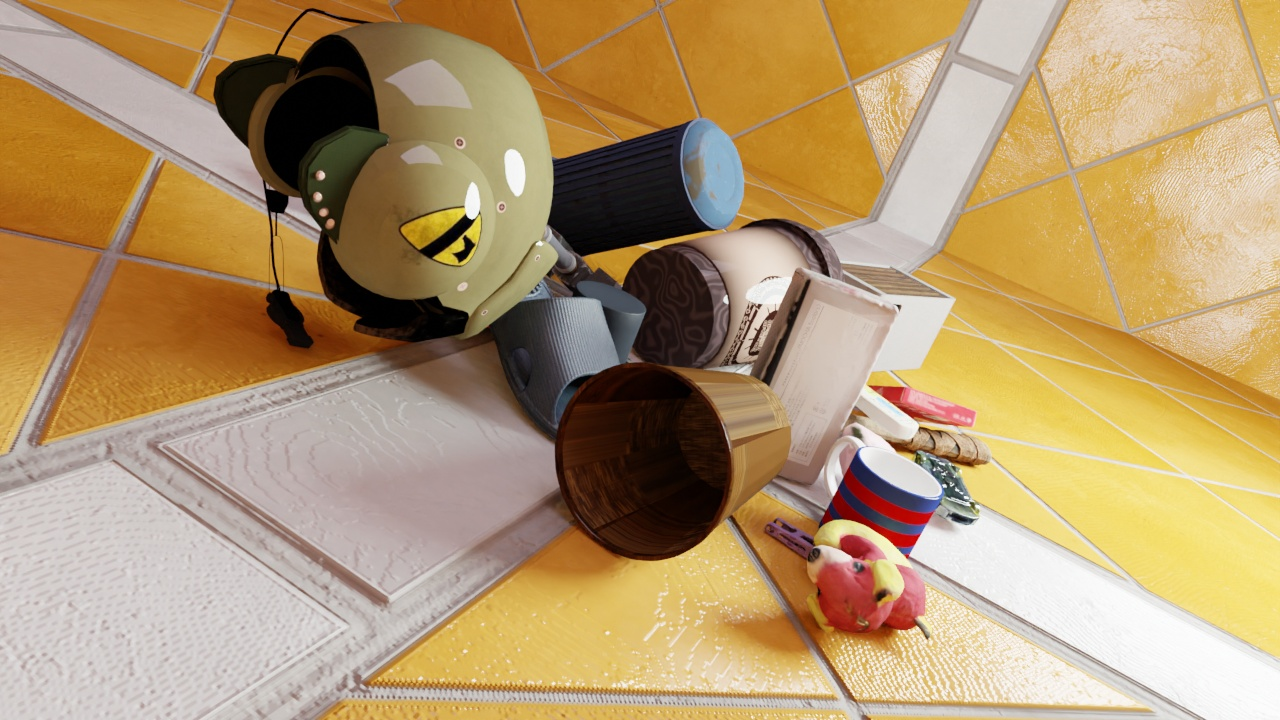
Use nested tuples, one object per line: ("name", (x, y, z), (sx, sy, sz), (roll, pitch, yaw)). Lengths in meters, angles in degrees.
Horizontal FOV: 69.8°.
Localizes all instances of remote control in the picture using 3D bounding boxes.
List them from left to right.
("remote control", (0.235, 0.040, 0.958), (0.038, 0.018, 0.125), (1, 33, -46))

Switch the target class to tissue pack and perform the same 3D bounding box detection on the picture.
("tissue pack", (0.151, 0.015, 0.826), (0.104, 0.181, 0.071), (18, 12, -11))

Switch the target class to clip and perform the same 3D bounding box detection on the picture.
("clip", (0.120, 0.141, 0.720), (0.037, 0.013, 0.053), (3, 25, -43))

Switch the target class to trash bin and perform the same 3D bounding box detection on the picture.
("trash bin", (-0.008, -0.202, 1.109), (0.250, 0.139, 0.139), (-6, 1, 36))
("trash bin", (0.325, -0.064, 1.295), (0.228, 0.115, 0.114), (-2, 31, -48))

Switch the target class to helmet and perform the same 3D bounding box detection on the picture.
("helmet", (-0.179, -0.119, 0.691), (0.232, 0.256, 0.250), (-1, 31, -43))

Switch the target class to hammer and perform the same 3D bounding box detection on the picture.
("hammer", (-0.117, -0.144, 0.922), (0.156, 0.043, 0.322), (41, -3, 27))
("hammer", (0.258, 0.075, 0.987), (0.318, 0.049, 0.121), (13, 24, -27))

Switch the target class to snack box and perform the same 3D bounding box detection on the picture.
("snack box", (0.316, 0.052, 1.058), (0.089, 0.021, 0.133), (19, -3, -6))

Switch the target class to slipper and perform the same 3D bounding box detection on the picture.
("slipper", (-0.075, -0.036, 0.802), (0.101, 0.083, 0.263), (1, 44, -42))

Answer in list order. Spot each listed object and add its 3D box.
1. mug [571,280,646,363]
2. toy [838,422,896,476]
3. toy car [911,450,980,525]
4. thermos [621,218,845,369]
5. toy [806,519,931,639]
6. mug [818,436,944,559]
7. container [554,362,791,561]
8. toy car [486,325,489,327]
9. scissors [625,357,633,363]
("mug", (-0.045, -0.034, 0.899), (0.071, 0.078, 0.105), (14, 22, -21))
("toy", (0.214, 0.105, 0.839), (0.099, 0.053, 0.096), (65, 10, 13))
("toy car", (0.295, 0.128, 0.900), (0.048, 0.033, 0.105), (21, 24, -8))
("thermos", (0.101, -0.069, 1.022), (0.173, 0.173, 0.225), (35, 31, 32))
("toy", (0.164, 0.160, 0.656), (0.105, 0.067, 0.137), (37, 15, 19))
("mug", (0.188, 0.113, 0.764), (0.075, 0.076, 0.112), (9, 24, -31))
("container", (0.038, 0.064, 0.680), (0.132, 0.132, 0.167), (31, 16, 23))
("toy car", (-0.147, -0.056, 0.890), (0.100, 0.051, 0.048), (16, 19, -17))
("scissors", (-0.016, 0.005, 0.922), (0.172, 0.014, 0.090), (31, 21, 16))
